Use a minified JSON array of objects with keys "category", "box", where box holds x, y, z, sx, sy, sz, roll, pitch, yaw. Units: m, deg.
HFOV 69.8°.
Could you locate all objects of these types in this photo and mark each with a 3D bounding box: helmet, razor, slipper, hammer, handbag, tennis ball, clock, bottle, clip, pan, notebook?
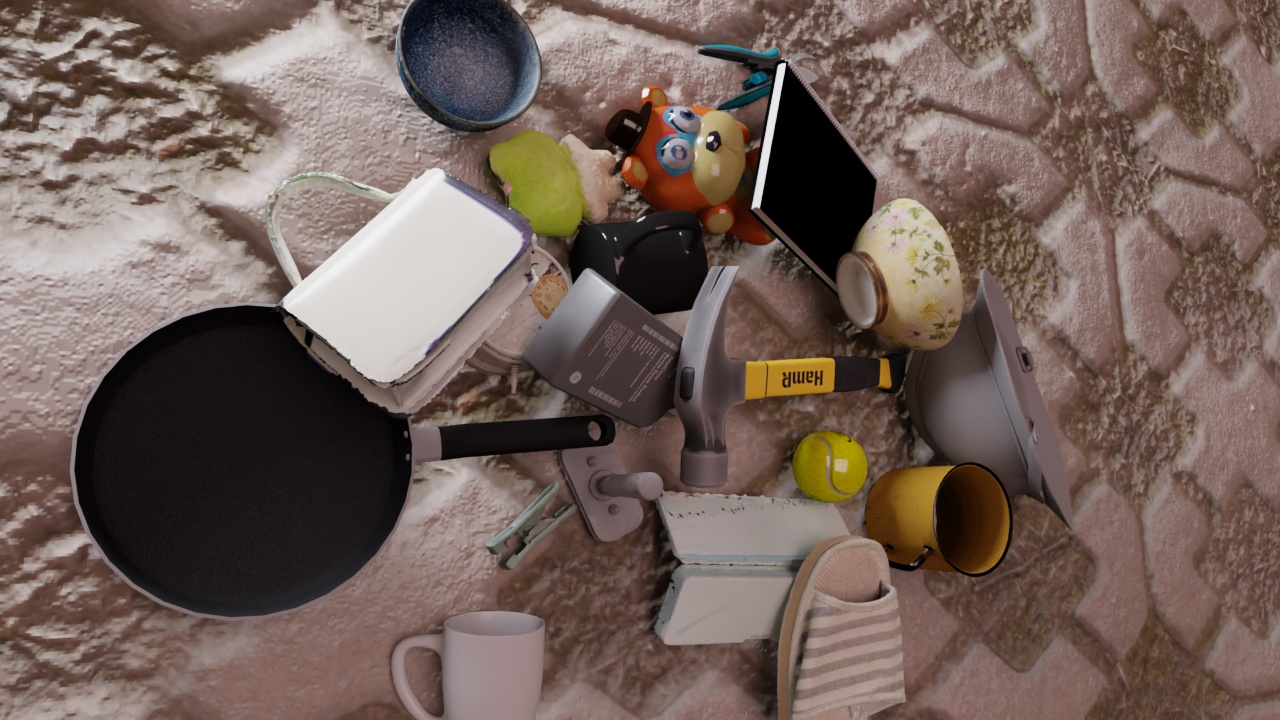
[{"category":"helmet","box":[0.329,0.052,0.900,0.271,0.118,0.182,65,28,-15]},{"category":"razor","box":[-0.014,0.095,0.696,0.047,0.116,0.088,-25,93,-23]},{"category":"slipper","box":[0.167,0.284,0.771,0.114,0.054,0.272,6,93,-26]},{"category":"hammer","box":[0.146,0.009,0.803,0.323,0.034,0.170,-2,95,-46]},{"category":"handbag","box":[-0.175,-0.064,0.617,0.176,0.074,0.151,34,66,11]},{"category":"tennis ball","box":[0.170,0.096,0.826,0.065,0.066,0.065,6,78,-28]},{"category":"clock","box":[-0.110,-0.061,0.704,0.103,0.061,0.157,-36,100,-29]},{"category":"bottle","box":[-0.004,0.004,0.723,0.084,0.046,0.173,-53,140,4]},{"category":"clip","box":[-0.083,0.127,0.707,0.075,0.023,0.042,-41,102,-26]},{"category":"pan","box":[-0.187,0.062,0.637,0.355,0.044,0.204,-2,80,-26]},{"category":"notebook","box":[0.167,-0.158,0.853,0.206,0.016,0.148,31,65,-48]}]

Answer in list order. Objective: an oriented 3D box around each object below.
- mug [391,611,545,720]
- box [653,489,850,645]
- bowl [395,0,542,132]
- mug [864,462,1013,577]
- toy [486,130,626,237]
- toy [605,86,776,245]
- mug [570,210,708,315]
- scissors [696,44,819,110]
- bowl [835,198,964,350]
[{"category":"mug","box":[-0.123,0.230,0.647,0.107,0.071,0.089,2,88,-1]},{"category":"box","box":[0.100,0.179,0.789,0.197,0.075,0.126,9,57,-30]},{"category":"bowl","box":[-0.140,-0.228,0.719,0.114,0.061,0.114,5,80,-29]},{"category":"mug","box":[0.266,0.154,0.852,0.123,0.094,0.100,-37,101,-28]},{"category":"toy","box":[-0.065,-0.147,0.756,0.117,0.043,0.092,-19,87,-34]},{"category":"toy","box":[0.050,-0.169,0.802,0.176,0.096,0.112,16,72,-14]},{"category":"mug","box":[0.005,-0.083,0.741,0.087,0.114,0.078,-9,67,-30]},{"category":"scissors","box":[0.113,-0.280,0.893,0.124,0.019,0.155,38,63,-19]},{"category":"bowl","box":[0.223,-0.070,0.835,0.063,0.145,0.145,-17,89,-13]}]
